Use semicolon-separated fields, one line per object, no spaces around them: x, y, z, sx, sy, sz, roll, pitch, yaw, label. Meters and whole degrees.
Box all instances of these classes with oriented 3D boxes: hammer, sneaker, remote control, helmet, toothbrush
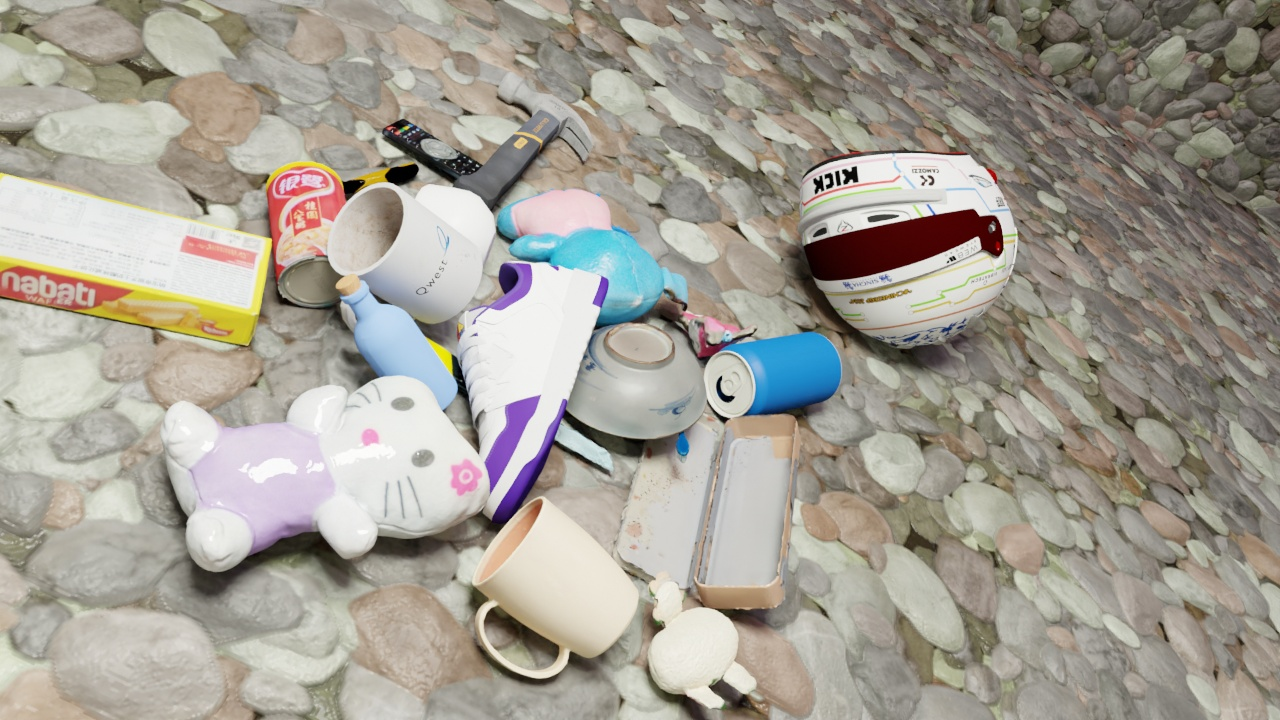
-0.142;-0.242;1.040;0.139;0.035;0.311;31;33;-6;hammer
-0.111;0.010;0.766;0.111;0.092;0.243;20;56;-3;sneaker
-0.212;-0.218;1.001;0.140;0.021;0.045;32;33;0;remote control
0.333;-0.134;1.136;0.313;0.232;0.236;-13;93;-47;helmet
0.037;0.049;0.874;0.021;0.016;0.132;1;36;-2;toothbrush

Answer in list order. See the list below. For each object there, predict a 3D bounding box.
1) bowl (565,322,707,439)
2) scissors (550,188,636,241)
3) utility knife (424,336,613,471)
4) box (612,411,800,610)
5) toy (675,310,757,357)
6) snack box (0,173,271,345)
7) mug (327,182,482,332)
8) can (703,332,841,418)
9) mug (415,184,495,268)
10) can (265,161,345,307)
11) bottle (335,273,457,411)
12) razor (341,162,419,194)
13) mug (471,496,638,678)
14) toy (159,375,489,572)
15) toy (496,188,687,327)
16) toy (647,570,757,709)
-0.005;0.005;0.859;0.150;0.057;0.150;7;36;-5;bowl
-0.059;-0.155;1.056;0.125;0.014;0.130;39;37;3;scissors
-0.122;0.035;0.809;0.233;0.020;0.028;31;47;-4;utility knife
0.066;0.121;0.833;0.157;0.071;0.216;18;41;0;box
0.075;-0.027;0.993;0.065;0.050;0.102;1;14;-25;toy
-0.398;-0.077;0.709;0.200;0.042;0.092;13;44;-25;snack box
-0.202;-0.071;0.761;0.083;0.119;0.096;22;-9;34;mug
0.142;0.016;0.969;0.145;0.079;0.079;-9;56;-41;can
-0.184;-0.102;0.863;0.076;0.090;0.123;20;73;-6;mug
-0.287;-0.111;0.802;0.066;0.067;0.124;4;48;-33;can
-0.197;-0.013;0.726;0.048;0.048;0.131;-81;152;-48;bottle
-0.272;-0.180;0.913;0.143;0.044;0.021;-35;101;-54;razor
-0.067;0.174;0.669;0.104;0.085;0.111;40;66;-11;mug
-0.215;0.082;0.646;0.208;0.086;0.137;-8;57;-38;toy
-0.047;-0.108;0.953;0.223;0.099;0.191;-3;44;-37;toy
0.040;0.221;0.712;0.112;0.050;0.087;47;40;19;toy
